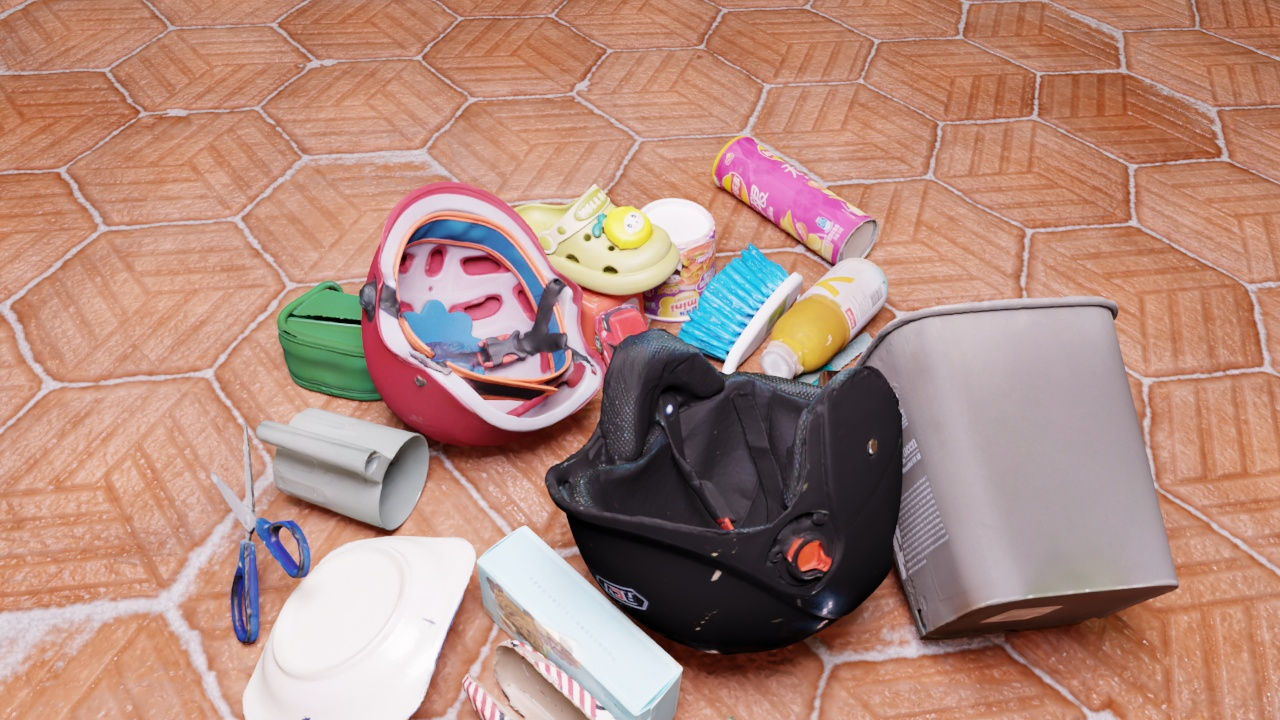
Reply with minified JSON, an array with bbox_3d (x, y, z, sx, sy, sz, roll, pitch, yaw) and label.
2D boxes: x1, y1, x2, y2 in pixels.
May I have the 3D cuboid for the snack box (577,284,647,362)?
[{"bbox_3d":[-0.041,-0.052,0.937,0.082,0.080,0.091,33,52,25],"label":"snack box"}]

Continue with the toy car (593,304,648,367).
[{"bbox_3d":[-0.005,0.005,0.873,0.052,0.045,0.120,-21,90,-19],"label":"toy car"}]

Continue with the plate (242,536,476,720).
[{"bbox_3d":[-0.213,0.190,0.678,0.164,0.034,0.163,-8,41,23],"label":"plate"}]

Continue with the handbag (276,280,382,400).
[{"bbox_3d":[-0.281,-0.024,0.911,0.131,0.068,0.119,12,39,10],"label":"handbag"}]

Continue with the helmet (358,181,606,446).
[{"bbox_3d":[-0.163,-0.026,0.835,0.206,0.144,0.240,-5,65,-42],"label":"helmet"}]

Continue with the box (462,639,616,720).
[{"bbox_3d":[-0.063,0.271,0.629,0.163,0.075,0.081,34,41,24],"label":"box"}]

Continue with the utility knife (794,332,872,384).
[{"bbox_3d":[0.166,0.023,0.922,0.220,0.013,0.029,-33,56,-31],"label":"utility knife"}]

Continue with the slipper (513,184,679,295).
[{"bbox_3d":[-0.055,-0.126,0.897,0.191,0.082,0.091,17,49,17],"label":"slipper"}]

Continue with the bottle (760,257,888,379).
[{"bbox_3d":[0.187,-0.040,0.941,0.068,0.068,0.189,30,48,24],"label":"bottle"}]

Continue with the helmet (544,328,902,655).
[{"bbox_3d":[0.067,0.103,0.678,0.274,0.230,0.234,-23,21,-34],"label":"helmet"}]

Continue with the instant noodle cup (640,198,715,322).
[{"bbox_3d":[0.034,-0.112,0.989,0.111,0.099,0.111,2,47,-2],"label":"instant noodle cup"}]

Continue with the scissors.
[{"bbox_3d":[-0.299,0.135,0.708,0.176,0.162,0.012,11,4,42],"label":"scissors"}]

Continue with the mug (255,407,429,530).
[{"bbox_3d":[-0.248,0.083,0.764,0.103,0.124,0.083,14,72,13],"label":"mug"}]

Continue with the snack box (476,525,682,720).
[{"bbox_3d":[-0.048,0.207,0.684,0.175,0.074,0.051,36,53,28],"label":"snack box"}]

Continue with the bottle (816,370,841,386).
[{"bbox_3d":[0.266,0.055,0.877,0.195,0.044,0.079,7,49,3],"label":"bottle"}]

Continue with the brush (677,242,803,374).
[{"bbox_3d":[0.081,-0.004,0.920,0.109,0.061,0.313,29,53,19],"label":"brush"}]

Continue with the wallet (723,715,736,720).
[{"bbox_3d":[0.089,0.298,0.611,0.131,0.035,0.118,18,18,8],"label":"wallet"}]

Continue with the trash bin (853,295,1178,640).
[{"bbox_3d":[0.281,0.091,0.722,0.198,0.199,0.219,-3,64,-6],"label":"trash bin"}]

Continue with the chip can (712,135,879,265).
[{"bbox_3d":[0.182,-0.190,1.093,0.071,0.072,0.210,-29,53,-28],"label":"chip can"}]
